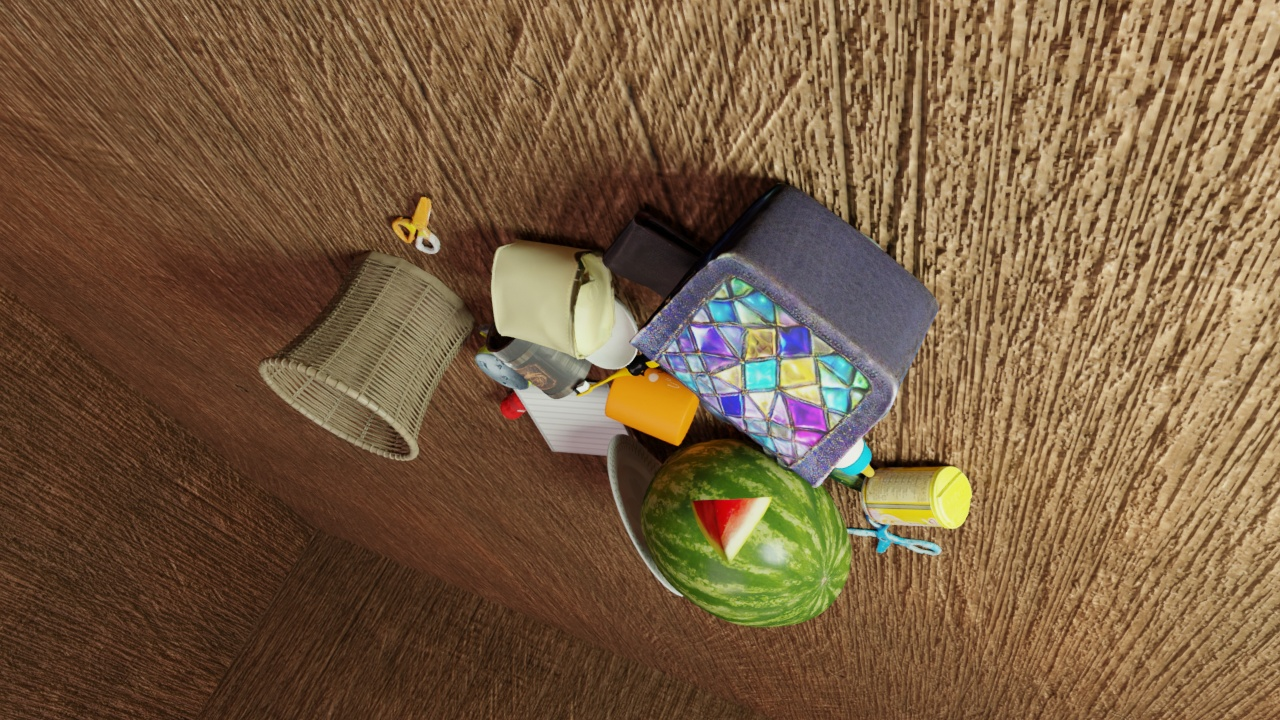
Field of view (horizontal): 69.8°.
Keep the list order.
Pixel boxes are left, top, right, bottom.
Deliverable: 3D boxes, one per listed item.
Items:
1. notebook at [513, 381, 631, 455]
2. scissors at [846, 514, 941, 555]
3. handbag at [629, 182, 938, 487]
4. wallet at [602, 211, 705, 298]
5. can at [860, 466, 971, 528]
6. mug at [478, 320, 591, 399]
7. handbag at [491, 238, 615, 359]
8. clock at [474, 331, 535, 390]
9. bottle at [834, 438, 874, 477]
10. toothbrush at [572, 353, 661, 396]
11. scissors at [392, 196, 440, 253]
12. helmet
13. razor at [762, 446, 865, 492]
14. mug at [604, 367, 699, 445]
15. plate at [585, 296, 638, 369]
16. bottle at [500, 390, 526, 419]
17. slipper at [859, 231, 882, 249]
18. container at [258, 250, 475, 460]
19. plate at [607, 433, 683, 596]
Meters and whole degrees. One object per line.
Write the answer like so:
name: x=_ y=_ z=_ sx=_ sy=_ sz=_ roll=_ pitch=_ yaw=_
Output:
notebook: x=-0.091 y=0.086 z=1.332 sx=0.143 sy=0.009 sz=0.210 roll=3 pitch=148 yaw=16
scissors: x=0.331 y=0.233 z=1.237 sx=0.134 sy=0.011 sz=0.137 roll=3 pitch=146 yaw=44
handbag: x=0.115 y=-0.010 z=0.782 sx=0.205 sy=0.125 sz=0.223 roll=38 pitch=142 yaw=1
wallet: x=0.030 y=-0.093 z=0.894 sx=0.120 sy=0.031 sz=0.100 roll=29 pitch=157 yaw=-10
can: x=0.312 y=0.154 z=1.039 sx=0.067 sy=0.067 sz=0.105 roll=41 pitch=152 yaw=-26
mug: x=-0.135 y=-0.014 z=1.132 sx=0.107 sy=0.079 sz=0.116 roll=38 pitch=159 yaw=-35
handbag: x=-0.091 y=-0.070 z=0.984 sx=0.119 sy=0.081 sz=0.111 roll=16 pitch=121 yaw=31
clock: x=-0.162 y=0.002 z=1.221 sx=0.119 sy=0.057 sz=0.083 roll=20 pitch=153 yaw=15
bottle: x=0.217 y=0.089 z=1.026 sx=0.146 sy=0.051 sz=0.051 roll=40 pitch=152 yaw=-26
toothbrush: x=-0.006 y=0.006 z=1.055 sx=0.197 sy=0.031 sz=0.031 roll=-26 pitch=122 yaw=37
scissors: x=-0.253 y=-0.158 z=1.061 sx=0.064 sy=0.013 sz=0.128 roll=32 pitch=155 yaw=-11
helmet: x=0.130 y=0.212 z=1.125 sx=0.247 sy=0.213 sz=0.243 roll=26 pitch=172 yaw=35
razor: x=0.213 y=0.121 z=1.076 sx=0.151 sy=0.067 sz=0.054 roll=31 pitch=140 yaw=-18
mug: x=0.019 y=0.051 z=1.134 sx=0.096 sy=0.077 sz=0.112 roll=22 pitch=-179 yaw=12
plate: x=-0.041 y=-0.041 z=1.039 sx=0.104 sy=0.026 sz=0.104 roll=21 pitch=132 yaw=25
bottle: x=-0.177 y=0.059 z=1.368 sx=0.036 sy=0.036 sz=0.119 roll=33 pitch=154 yaw=-13
slipper: x=0.174 y=-0.030 z=0.863 sx=0.098 sy=0.054 sz=0.269 roll=21 pitch=143 yaw=20
container: x=-0.350 y=-0.009 z=1.220 sx=0.227 sy=0.195 sz=0.227 roll=22 pitch=154 yaw=11
plate: x=0.014 y=0.215 z=1.282 sx=0.016 sy=0.242 sz=0.242 roll=-28 pitch=130 yaw=16
